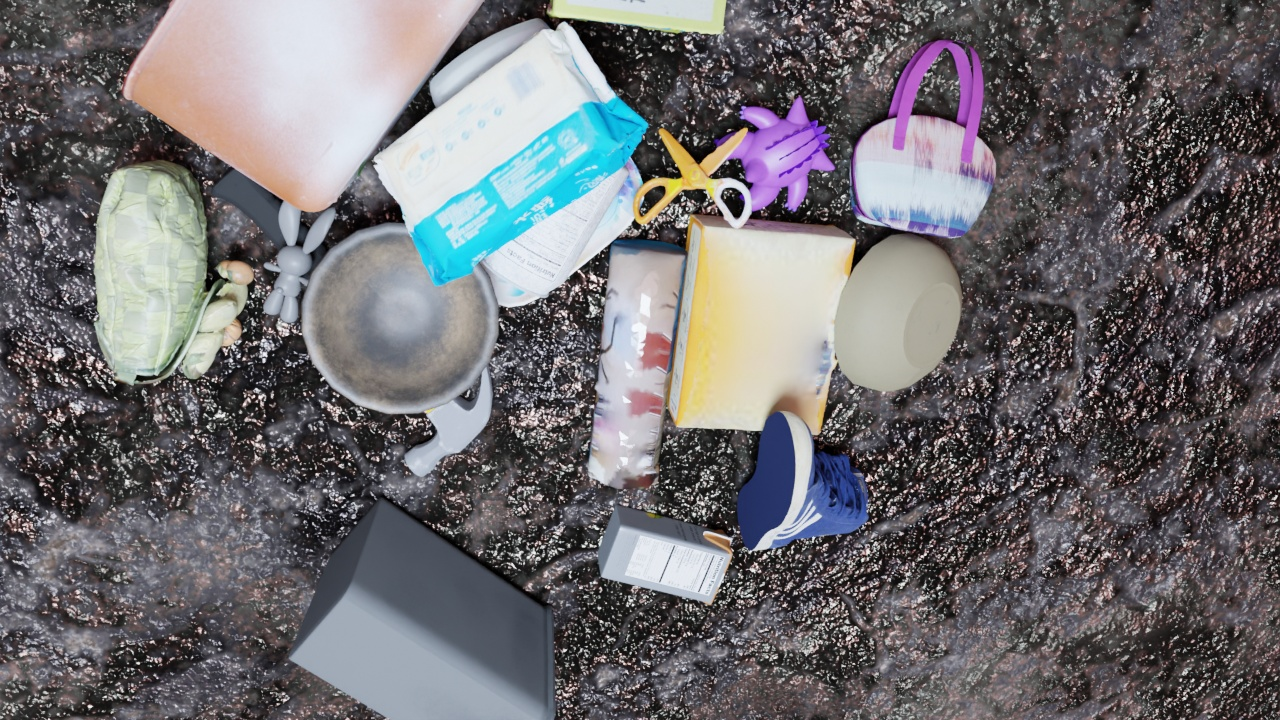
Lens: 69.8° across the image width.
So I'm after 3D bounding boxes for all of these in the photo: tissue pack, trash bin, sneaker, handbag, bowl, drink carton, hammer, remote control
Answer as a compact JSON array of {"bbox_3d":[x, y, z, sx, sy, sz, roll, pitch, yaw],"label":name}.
[{"bbox_3d":[-0.104,-0.160,0.715,0.210,0.066,0.117,-34,84,15],"label":"tissue pack"},{"bbox_3d":[-0.228,-0.255,0.688,0.157,0.181,0.260,37,101,-19],"label":"trash bin"},{"bbox_3d":[-0.195,0.258,0.871,0.220,0.191,0.098,39,101,-16],"label":"trash bin"},{"bbox_3d":[0.174,0.117,0.875,0.118,0.091,0.234,-6,148,-10],"label":"sneaker"},{"bbox_3d":[0.262,-0.203,0.834,0.144,0.068,0.170,8,102,-10],"label":"handbag"},{"bbox_3d":[-0.387,-0.071,0.771,0.116,0.113,0.187,7,108,-18],"label":"handbag"},{"bbox_3d":[-0.207,-0.037,0.794,0.162,0.070,0.162,-1,95,-17],"label":"bowl"},{"bbox_3d":[0.025,0.201,0.951,0.124,0.048,0.076,16,107,-13],"label":"drink carton"},{"bbox_3d":[-0.258,-0.043,0.841,0.127,0.029,0.323,-36,109,6],"label":"hammer"},{"bbox_3d":[0.251,-0.039,0.855,0.152,0.050,0.152,-15,116,-33],"label":"bowl"},{"bbox_3d":[-0.117,-0.234,0.757,0.114,0.028,0.060,-30,138,-1],"label":"remote control"}]

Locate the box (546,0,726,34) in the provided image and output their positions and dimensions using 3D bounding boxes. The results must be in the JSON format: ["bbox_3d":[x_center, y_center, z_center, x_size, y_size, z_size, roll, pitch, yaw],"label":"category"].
[{"bbox_3d":[-0.009,-0.289,0.681,0.124,0.220,0.082,5,111,-6],"label":"box"}]

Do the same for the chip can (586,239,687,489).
[{"bbox_3d":[-0.005,0.005,0.862,0.080,0.079,0.230,4,108,-9],"label":"chip can"}]

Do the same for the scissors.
[{"bbox_3d":[0.049,-0.158,0.805,0.125,0.011,0.129,-43,69,6],"label":"scissors"}]

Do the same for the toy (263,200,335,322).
[{"bbox_3d":[-0.299,-0.086,0.792,0.049,0.030,0.112,24,110,2],"label":"toy"}]

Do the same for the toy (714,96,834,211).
[{"bbox_3d":[0.124,-0.183,0.821,0.088,0.056,0.106,-30,107,3],"label":"toy"}]

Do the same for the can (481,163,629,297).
[{"bbox_3d":[-0.074,-0.128,0.785,0.078,0.078,0.136,29,104,-16],"label":"can"}]

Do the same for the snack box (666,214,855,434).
[{"bbox_3d":[0.112,-0.030,0.861,0.145,0.080,0.195,3,109,-9],"label":"snack box"}]

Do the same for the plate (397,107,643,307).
[{"bbox_3d":[-0.110,-0.159,0.821,0.187,0.016,0.187,-38,110,7],"label":"plate"}]
